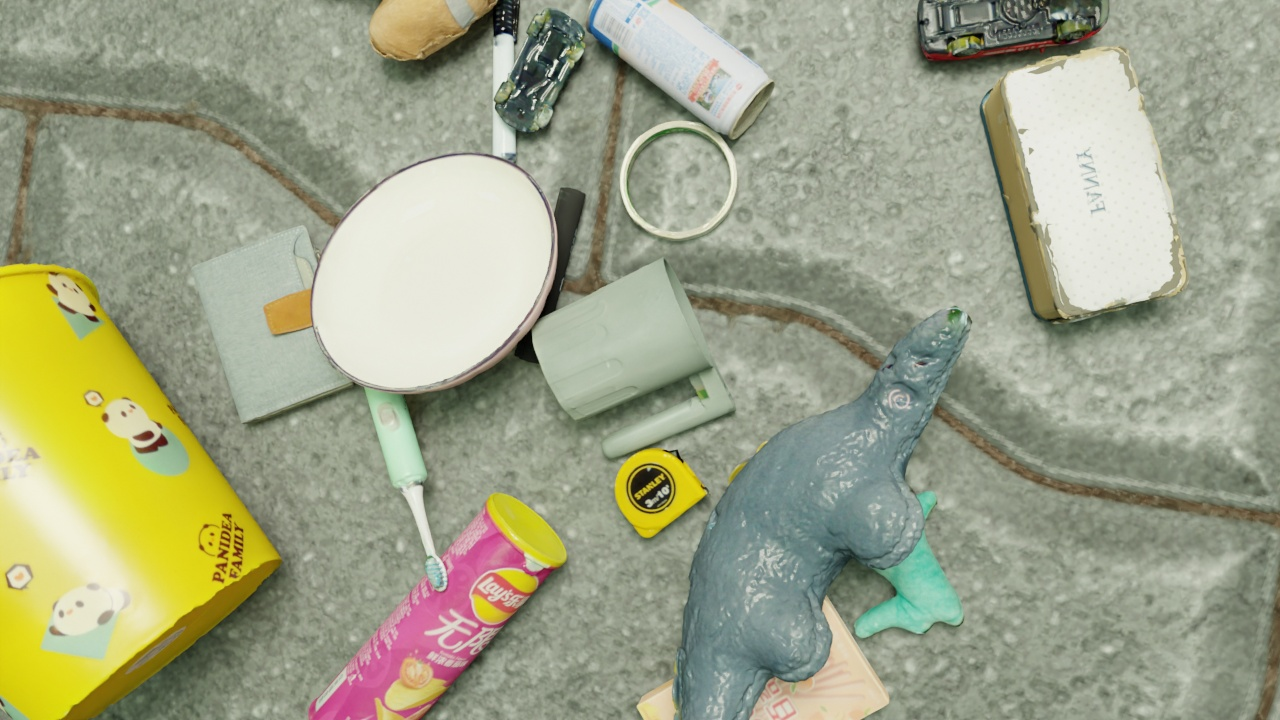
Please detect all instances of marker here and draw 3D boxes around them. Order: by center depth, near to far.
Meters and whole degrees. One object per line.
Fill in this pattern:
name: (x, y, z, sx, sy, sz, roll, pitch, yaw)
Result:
marker: (-0.067, -0.063, 0.678, 0.022, 0.020, 0.132, 14, 92, -35)
marker: (-0.101, -0.209, 0.688, 0.022, 0.018, 0.130, -1, 89, 0)

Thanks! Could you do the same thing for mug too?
mug: (-0.004, 0.004, 0.644, 0.103, 0.083, 0.124, -24, 110, 9)

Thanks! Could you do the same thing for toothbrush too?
toothbrush: (-0.174, 0.059, 0.660, 0.026, 0.027, 0.224, -21, 69, -3)

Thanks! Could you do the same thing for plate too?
plate: (-0.144, -0.060, 0.659, 0.193, 0.039, 0.192, -8, 64, 16)

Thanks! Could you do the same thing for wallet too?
wallet: (-0.280, -0.028, 0.705, 0.107, 0.037, 0.129, -20, 86, 9)

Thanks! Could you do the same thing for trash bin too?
trash bin: (-0.409, 0.103, 0.639, 0.230, 0.229, 0.255, -41, 89, 6)

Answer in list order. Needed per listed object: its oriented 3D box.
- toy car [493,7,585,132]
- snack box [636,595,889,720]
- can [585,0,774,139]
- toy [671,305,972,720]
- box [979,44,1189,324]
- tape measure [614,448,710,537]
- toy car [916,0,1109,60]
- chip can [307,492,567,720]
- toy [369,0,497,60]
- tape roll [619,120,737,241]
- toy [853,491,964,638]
toy car: (-0.075, -0.211, 0.672, 0.043, 0.034, 0.090, 25, 92, -22)
snack box: (0.085, 0.239, 0.646, 0.157, 0.026, 0.084, -33, 84, 7)
can: (0.028, -0.216, 0.649, 0.134, 0.053, 0.053, 40, 95, 8)
toy: (0.100, 0.119, 0.594, 0.091, 0.138, 0.356, 31, 88, -20)
box: (0.287, -0.120, 0.604, 0.090, 0.059, 0.184, -11, 85, 8)
tape measure: (0.011, 0.092, 0.659, 0.060, 0.029, 0.057, -39, 84, 7)
toy car: (0.248, -0.233, 0.617, 0.121, 0.045, 0.053, -4, 90, 14)
chip can: (-0.147, 0.196, 0.662, 0.071, 0.071, 0.210, 42, 96, 8)
toy: (-0.190, -0.330, 0.674, 0.143, 0.082, 0.226, -41, 81, -1)
tape roll: (0.028, -0.130, 0.667, 0.086, 0.014, 0.086, 0, 89, 9)
toy: (0.180, 0.149, 0.631, 0.096, 0.030, 0.092, -32, 82, 13)
